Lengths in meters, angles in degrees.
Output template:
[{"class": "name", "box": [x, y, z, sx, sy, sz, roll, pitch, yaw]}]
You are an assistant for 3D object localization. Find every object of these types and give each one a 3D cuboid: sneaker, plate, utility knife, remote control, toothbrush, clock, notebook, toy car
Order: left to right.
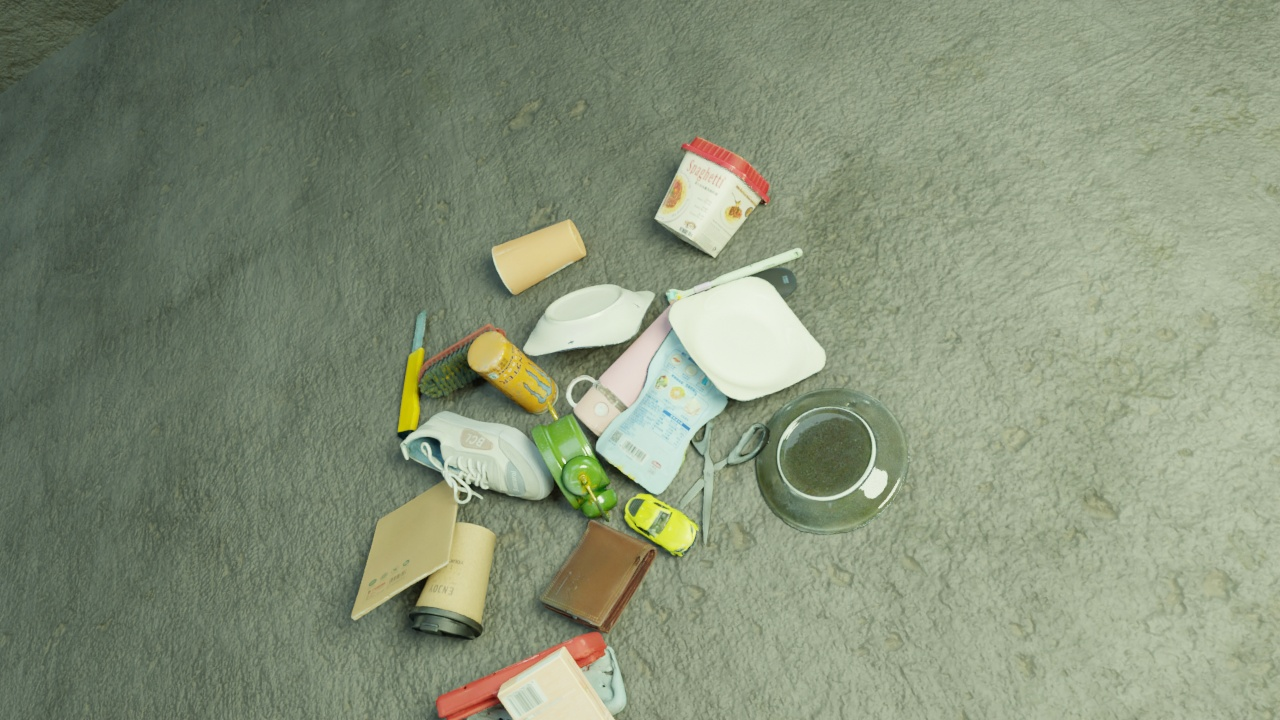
[{"class": "notebook", "box": [-0.298, 0.233, 1.192, 0.148, 0.008, 0.207, -32, 24, 9]}, {"class": "utility knife", "box": [-0.340, 0.020, 1.388, 0.033, 0.015, 0.222, -10, 62, 23]}, {"class": "sneaker", "box": [-0.222, 0.131, 1.203, 0.242, 0.090, 0.090, 16, 32, 37]}, {"class": "clock", "box": [-0.078, 0.134, 1.132, 0.056, 0.116, 0.161, -30, 51, -3]}, {"class": "plate", "box": [-0.070, -0.064, 1.229, 0.164, 0.034, 0.163, -8, 26, 18]}, {"class": "toy car", "box": [0.023, 0.193, 1.091, 0.105, 0.032, 0.048, 24, 80, 41]}, {"class": "toothbrush", "box": [0.125, -0.111, 1.219, 0.190, 0.029, 0.020, -20, 16, 15]}, {"class": "plate", "box": [0.126, -0.022, 1.121, 0.163, 0.034, 0.164, -20, 62, -27]}, {"class": "remote control", "box": [0.136, -0.084, 1.194, 0.136, 0.024, 0.053, -23, 57, 14]}, {"class": "plate", "box": [0.214, 0.109, 1.049, 0.180, 0.024, 0.179, -13, 59, 21]}]

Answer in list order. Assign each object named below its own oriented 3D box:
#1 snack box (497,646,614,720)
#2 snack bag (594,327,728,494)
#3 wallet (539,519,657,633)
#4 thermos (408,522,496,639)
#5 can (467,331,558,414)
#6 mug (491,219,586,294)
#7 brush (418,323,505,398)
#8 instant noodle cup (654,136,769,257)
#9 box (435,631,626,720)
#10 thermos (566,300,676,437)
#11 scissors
[{"class": "snack box", "box": [-0.075, 0.395, 0.984, 0.084, 0.026, 0.157, -33, 94, 7]}, {"class": "snack bag", "box": [0.034, 0.061, 1.133, 0.110, 0.039, 0.191, 34, 88, 22]}, {"class": "wallet", "box": [-0.051, 0.254, 1.089, 0.101, 0.032, 0.124, 12, 54, 36]}, {"class": "thermos", "box": [-0.229, 0.280, 1.149, 0.093, 0.093, 0.143, -4, 55, 26]}, {"class": "can", "box": [-0.167, 0.019, 1.218, 0.058, 0.146, 0.058, -12, 59, 21]}, {"class": "mug", "box": [-0.146, -0.156, 1.352, 0.123, 0.078, 0.078, -23, 56, 9]}, {"class": "brush", "box": [-0.259, 0.003, 1.334, 0.146, 0.063, 0.069, -29, 24, 13]}, {"class": "instant noodle cup", "box": [0.093, -0.217, 1.243, 0.116, 0.116, 0.124, 36, 96, 36]}, {"class": "box", "box": [-0.119, 0.390, 1.039, 0.202, 0.095, 0.100, -27, 73, 10]}, {"class": "thermos", "box": [-0.007, 0.007, 1.187, 0.198, 0.067, 0.087, -45, 84, -1]}, {"class": "scissors", "box": [0.088, 0.133, 1.103, 0.160, 0.014, 0.181, -25, 53, 26]}]
